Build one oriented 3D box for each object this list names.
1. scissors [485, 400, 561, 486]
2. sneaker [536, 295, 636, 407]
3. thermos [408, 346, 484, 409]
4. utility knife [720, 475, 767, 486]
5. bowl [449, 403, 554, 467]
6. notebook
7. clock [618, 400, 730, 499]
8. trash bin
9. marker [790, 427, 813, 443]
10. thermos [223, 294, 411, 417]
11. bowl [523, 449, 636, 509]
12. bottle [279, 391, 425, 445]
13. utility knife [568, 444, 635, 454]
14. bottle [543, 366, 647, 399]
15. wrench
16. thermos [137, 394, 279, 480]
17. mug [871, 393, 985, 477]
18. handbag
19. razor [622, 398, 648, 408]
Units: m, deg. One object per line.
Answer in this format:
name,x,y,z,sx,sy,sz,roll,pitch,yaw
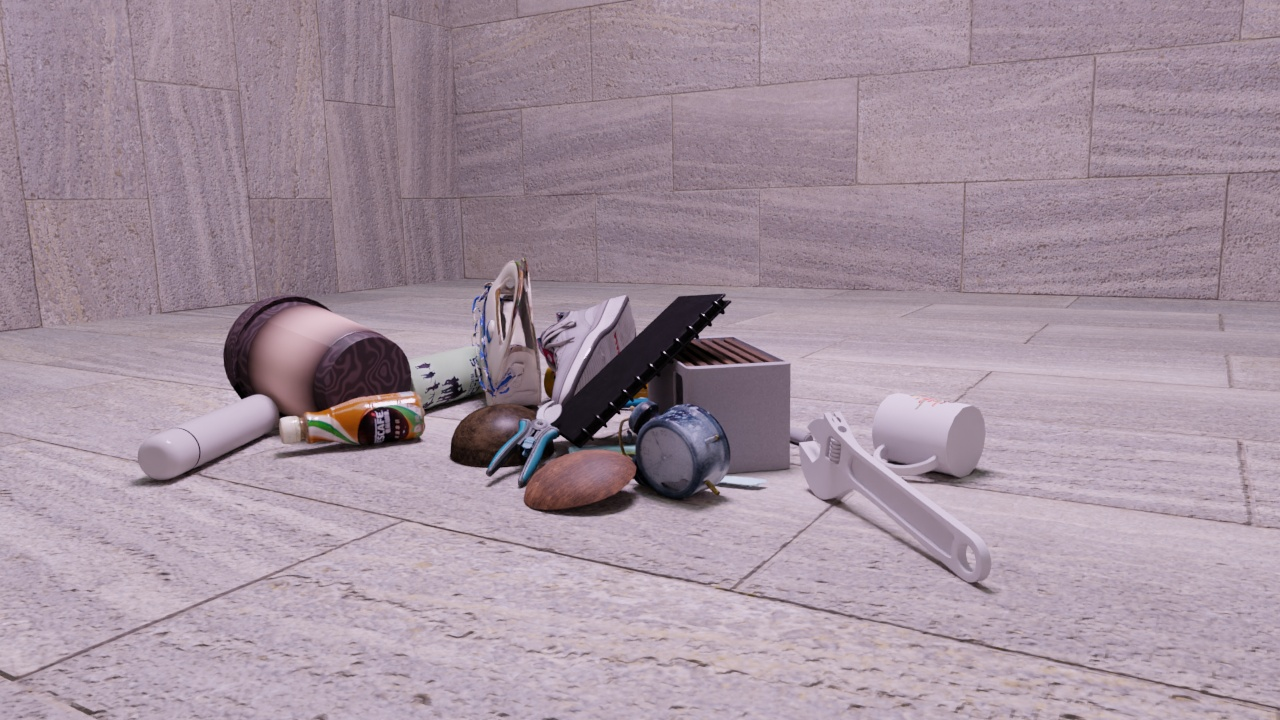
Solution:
scissors,-0.117,0.089,0.998,0.131,0.019,0.148,-12,37,-28
sneaker,-0.096,-0.006,1.287,0.129,0.097,0.262,-3,34,18
thermos,-0.288,0.025,1.373,0.082,0.082,0.230,4,11,28
utility knife,0.031,0.118,0.960,0.207,0.018,0.030,6,21,22
bowl,-0.162,0.080,1.070,0.121,0.056,0.121,-1,10,0
notebook,-0.006,0.006,1.058,0.231,0.019,0.169,-44,13,-9
clock,0.030,0.088,0.908,0.130,0.090,0.052,12,22,41
trash bin,0.085,0.044,1.076,0.114,0.114,0.229,-3,10,-10
marker,0.165,0.084,1.131,0.016,0.016,0.141,-6,11,-27
thermos,-0.429,0.010,1.236,0.226,0.173,0.172,15,17,38
bowl,-0.062,0.108,0.895,0.114,0.026,0.101,-10,18,17
bottle,-0.350,0.075,1.117,0.167,0.059,0.059,-6,11,-26
utility knife,-0.019,0.098,0.994,0.119,0.015,0.022,-1,3,0
bottle,-0.048,0.034,1.339,0.186,0.053,0.053,2,10,21
wrench,0.209,0.121,0.794,0.018,0.087,0.273,-4,20,-18
thermos,-0.505,0.088,1.083,0.052,0.052,0.224,0,10,6
mug,0.294,0.086,0.965,0.105,0.073,0.090,-38,29,-30
handbag,-0.189,-0.041,1.298,0.093,0.200,0.200,-1,44,-16
razor,0.030,0.054,1.274,0.144,0.022,0.042,-10,0,17
